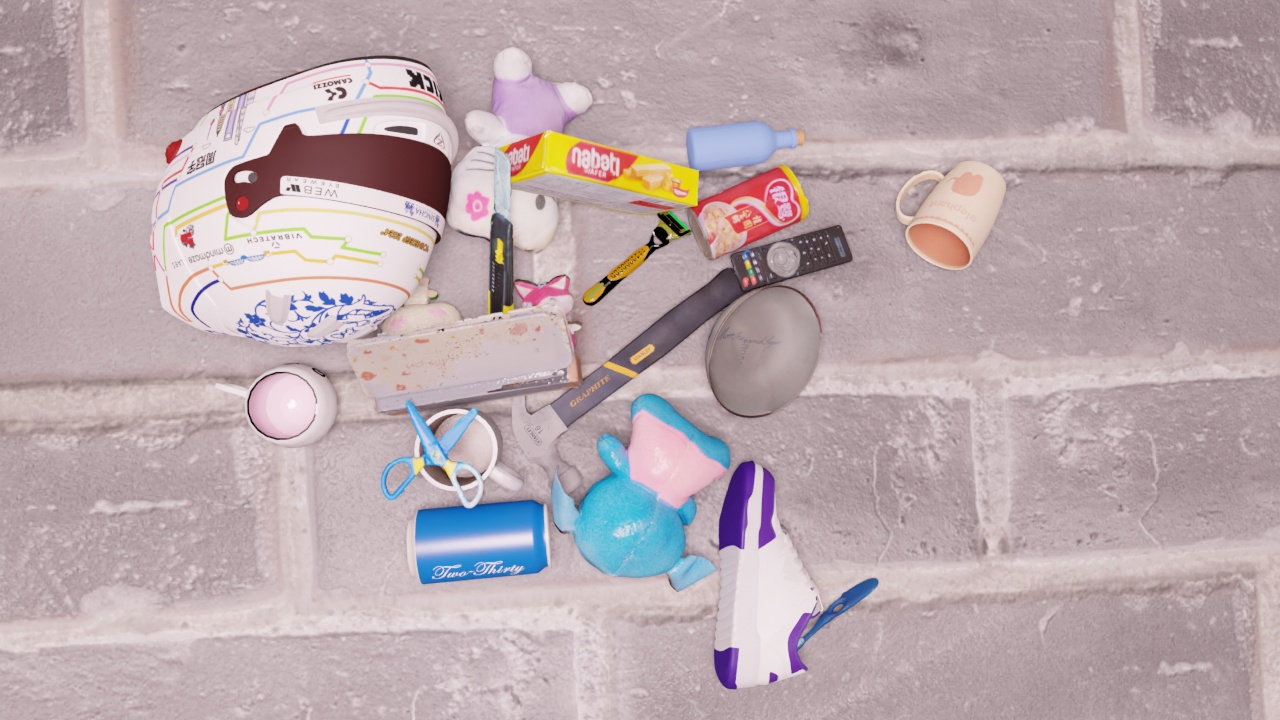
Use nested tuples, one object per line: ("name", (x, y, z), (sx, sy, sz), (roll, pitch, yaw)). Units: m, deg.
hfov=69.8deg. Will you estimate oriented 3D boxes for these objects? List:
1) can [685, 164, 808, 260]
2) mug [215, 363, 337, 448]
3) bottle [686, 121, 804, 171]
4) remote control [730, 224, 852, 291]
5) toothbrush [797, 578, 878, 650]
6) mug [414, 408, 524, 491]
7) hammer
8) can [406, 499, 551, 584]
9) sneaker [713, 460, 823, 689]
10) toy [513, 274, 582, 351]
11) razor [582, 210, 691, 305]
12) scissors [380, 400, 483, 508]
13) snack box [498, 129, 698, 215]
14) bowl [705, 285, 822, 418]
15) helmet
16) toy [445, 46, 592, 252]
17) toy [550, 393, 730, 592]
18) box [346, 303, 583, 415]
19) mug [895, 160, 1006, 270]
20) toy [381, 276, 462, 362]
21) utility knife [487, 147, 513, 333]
("can", (0.119, -0.165, 1.026), (0.124, 0.067, 0.066), (-24, 90, -5))
("mug", (-0.385, 0.043, 0.972), (0.124, 0.076, 0.090), (16, 87, -4))
("bottle", (0.120, -0.245, 1.038), (0.131, 0.048, 0.048), (-8, 89, -5))
("remote control", (0.171, -0.115, 1.041), (0.140, 0.021, 0.045), (-16, 82, -15))
("toothbrush", (0.218, 0.288, 1.044), (0.132, 0.021, 0.016), (-37, 126, -5))
("mug", (-0.176, 0.102, 0.977), (0.119, 0.096, 0.083), (33, 85, -3))
("hammer", (-0.006, 0.006, 1.028), (0.312, 0.035, 0.139), (-36, 90, -5))
("can", (-0.171, 0.194, 0.983), (0.146, 0.079, 0.079), (-4, 88, -5))
("sneaker", (0.147, 0.235, 1.004), (0.111, 0.092, 0.244), (5, 85, -10))
("toy", (-0.101, -0.052, 1.004), (0.065, 0.050, 0.102), (-15, 70, 0))
("razor", (-0.009, -0.112, 1.036), (0.144, 0.021, 0.044), (-41, 67, -4))
("scissors", (-0.202, 0.099, 0.918), (0.130, 0.014, 0.125), (41, 87, -6))
("snack box", (-0.042, -0.190, 0.955), (0.200, 0.092, 0.042), (4, 87, -39))
("bowl", (0.125, -0.015, 1.017), (0.150, 0.057, 0.151), (-9, 111, -26))
("helmet", (-0.318, -0.133, 0.895), (0.315, 0.231, 0.236), (-14, 80, 17))
("toy", (-0.138, -0.221, 0.991), (0.137, 0.086, 0.209), (22, 78, -35))
("toy", (0.018, 0.149, 0.984), (0.224, 0.099, 0.191), (34, 83, -16))
("box", (-0.172, 0.008, 0.935), (0.216, 0.157, 0.071), (-9, 55, 1))
("mug", (0.350, -0.175, 1.046), (0.111, 0.085, 0.104), (29, 74, 26))
("toy", (-0.239, -0.037, 1.004), (0.087, 0.050, 0.112), (-12, 95, -6))
("utility knife", (-0.145, -0.113, 0.953), (0.029, 0.020, 0.234), (19, 129, 16))
